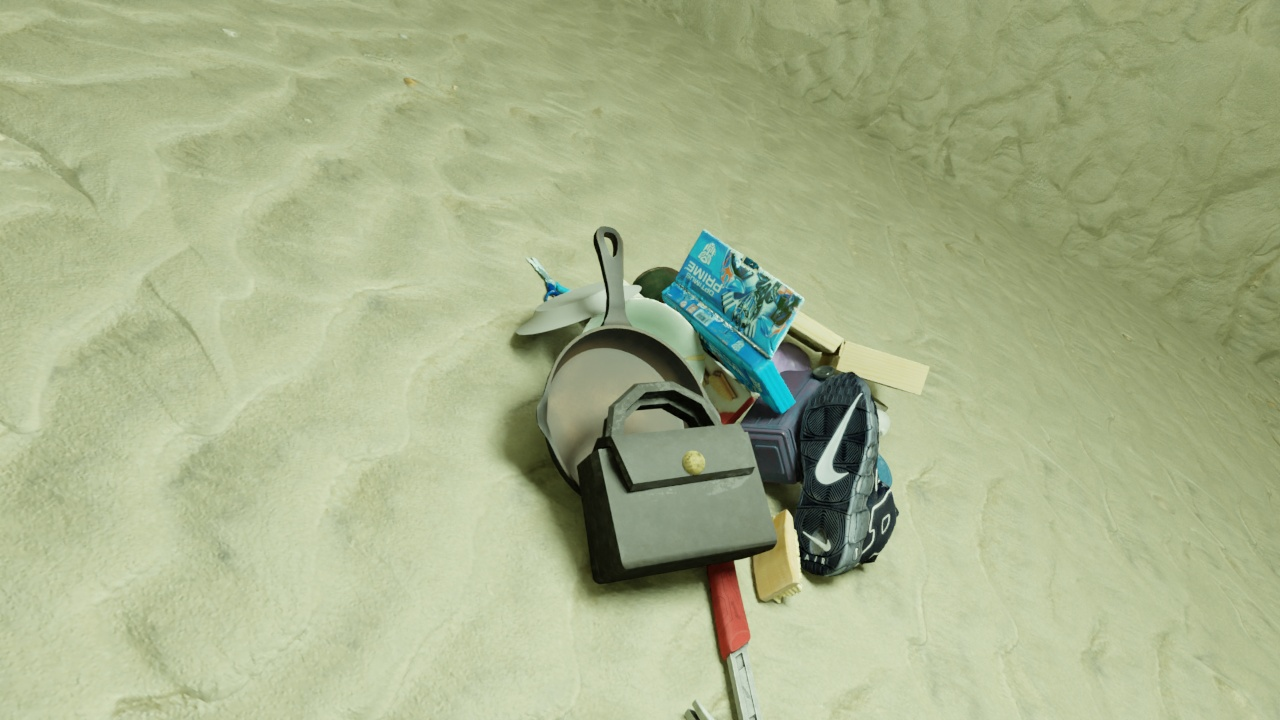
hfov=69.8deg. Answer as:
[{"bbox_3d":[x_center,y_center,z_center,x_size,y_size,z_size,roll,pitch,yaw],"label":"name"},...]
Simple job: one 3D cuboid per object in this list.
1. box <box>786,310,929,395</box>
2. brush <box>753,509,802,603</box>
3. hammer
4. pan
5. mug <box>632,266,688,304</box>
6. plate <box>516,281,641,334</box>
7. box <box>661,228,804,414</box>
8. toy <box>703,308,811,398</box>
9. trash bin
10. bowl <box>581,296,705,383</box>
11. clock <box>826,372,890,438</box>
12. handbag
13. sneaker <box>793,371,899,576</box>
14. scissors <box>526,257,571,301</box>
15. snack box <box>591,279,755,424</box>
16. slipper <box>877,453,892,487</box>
[{"bbox_3d":[0.297,-0.024,1.411,0.257,0.076,0.247,31,3,4],"label":"box"},{"bbox_3d":[0.161,0.230,1.065,0.039,0.049,0.117,45,25,-21],"label":"brush"},{"bbox_3d":[0.094,0.274,0.961,0.126,0.036,0.315,17,33,-18],"label":"hammer"},{"bbox_3d":[-0.026,0.012,1.073,0.248,0.043,0.355,4,70,-34],"label":"pan"},{"bbox_3d":[0.042,-0.075,1.370,0.111,0.085,0.081,42,21,-41],"label":"mug"},{"bbox_3d":[-0.083,-0.076,1.195,0.172,0.173,0.019,-42,116,-57],"label":"plate"},{"bbox_3d":[0.110,-0.051,1.193,0.075,0.167,0.243,-14,34,-24],"label":"box"},{"bbox_3d":[0.170,-0.007,1.374,0.209,0.086,0.137,19,34,-27],"label":"toy"},{"bbox_3d":[0.196,0.085,1.206,0.092,0.094,0.160,1,30,35],"label":"trash bin"},{"bbox_3d":[-0.007,0.007,1.208,0.174,0.068,0.174,3,81,-19],"label":"bowl"},{"bbox_3d":[0.317,0.065,1.373,0.120,0.061,0.159,32,10,-2],"label":"clock"},{"bbox_3d":[0.038,0.115,0.971,0.197,0.103,0.199,-4,68,-27],"label":"handbag"},{"bbox_3d":[0.275,0.147,1.146,0.150,0.097,0.252,20,75,-44],"label":"sneaker"},{"bbox_3d":[-0.135,-0.116,1.336,0.073,0.016,0.134,-11,49,-45],"label":"scissors"},{"bbox_3d":[0.034,-0.011,1.265,0.273,0.076,0.044,44,-1,20],"label":"snack box"},{"bbox_3d":[0.257,0.127,1.282,0.103,0.059,0.213,-3,30,-31],"label":"slipper"}]
